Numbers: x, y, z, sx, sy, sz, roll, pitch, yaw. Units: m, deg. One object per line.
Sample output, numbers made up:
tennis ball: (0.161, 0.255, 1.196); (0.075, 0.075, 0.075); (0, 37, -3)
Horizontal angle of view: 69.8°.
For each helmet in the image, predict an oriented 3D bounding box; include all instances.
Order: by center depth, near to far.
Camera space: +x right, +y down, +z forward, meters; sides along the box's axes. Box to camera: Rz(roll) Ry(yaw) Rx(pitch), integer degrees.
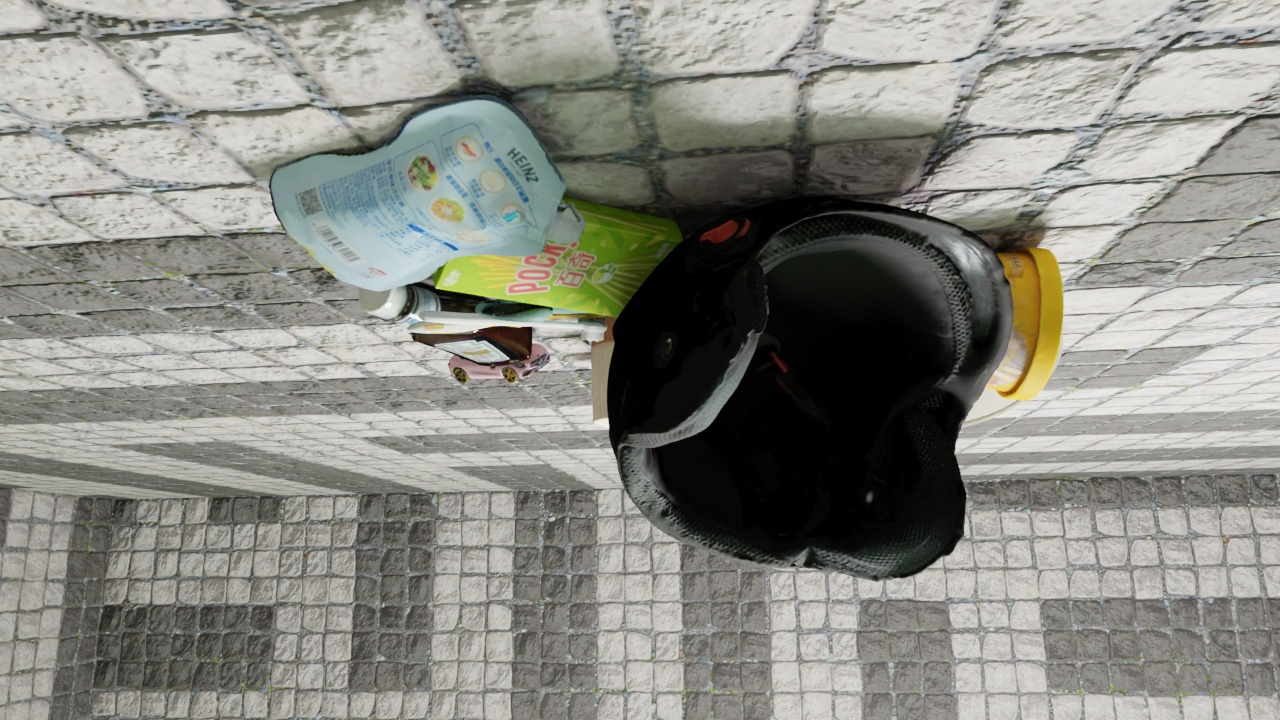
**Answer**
helmet: (0.100, 0.005, 0.615); (0.233, 0.230, 0.275); (37, 104, -29)

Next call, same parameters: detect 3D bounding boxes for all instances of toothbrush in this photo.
toothbrush: (-0.106, -0.030, 0.790); (0.179, 0.016, 0.016); (3, -165, -36)
toothbrush: (-0.112, -0.031, 0.806); (0.191, 0.018, 0.016); (-6, -167, -33)

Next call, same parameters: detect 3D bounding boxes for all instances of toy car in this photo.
toy car: (-0.149, -0.002, 0.954); (0.123, 0.037, 0.056); (0, -153, 36)

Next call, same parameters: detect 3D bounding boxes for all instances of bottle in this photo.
bottle: (-0.175, -0.035, 0.829); (0.080, 0.044, 0.194); (-7, 165, 24)

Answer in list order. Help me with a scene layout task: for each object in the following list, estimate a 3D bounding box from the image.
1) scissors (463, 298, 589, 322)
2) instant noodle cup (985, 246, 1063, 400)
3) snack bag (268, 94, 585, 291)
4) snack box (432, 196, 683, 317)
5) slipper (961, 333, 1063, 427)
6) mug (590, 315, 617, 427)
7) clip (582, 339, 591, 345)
scissors: (-0.066, -0.044, 0.760); (0.171, 0.019, 0.170); (1, -173, -3)
instant noodle cup: (0.249, -0.034, 0.714); (0.114, 0.118, 0.118); (6, 168, 5)
snack bag: (-0.127, -0.093, 0.546); (0.191, 0.038, 0.110); (-10, 130, 31)
snack box: (-0.056, -0.073, 0.633); (0.156, 0.026, 0.086); (8, 138, -30)
slipper: (0.275, 0.018, 0.887); (0.274, 0.114, 0.054); (-18, -148, -5)
mug: (-0.005, 0.005, 0.870); (0.081, 0.105, 0.115); (1, 168, -7)
clip: (-0.032, -0.021, 0.940); (0.058, 0.025, 0.037); (6, 173, -27)
